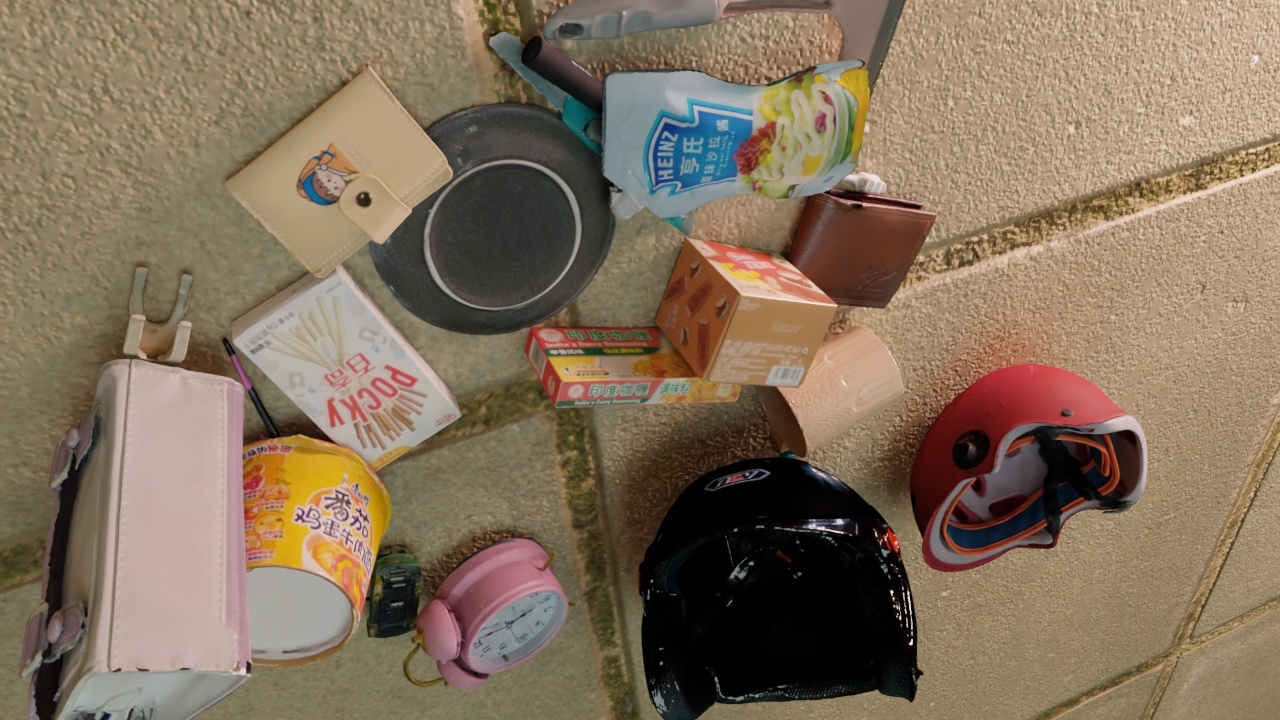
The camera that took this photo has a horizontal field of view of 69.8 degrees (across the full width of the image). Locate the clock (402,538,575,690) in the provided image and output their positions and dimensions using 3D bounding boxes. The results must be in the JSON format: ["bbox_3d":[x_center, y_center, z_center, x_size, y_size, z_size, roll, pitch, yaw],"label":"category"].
[{"bbox_3d":[-0.136,0.229,0.804,0.158,0.060,0.117,-30,140,-17],"label":"clock"}]

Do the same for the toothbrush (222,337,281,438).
[{"bbox_3d":[-0.262,0.058,0.669,0.017,0.014,0.189,-26,131,-21],"label":"toothbrush"}]

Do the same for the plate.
[{"bbox_3d":[-0.096,-0.089,0.640,0.179,0.024,0.180,-13,128,-18],"label":"plate"}]

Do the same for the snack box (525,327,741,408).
[{"bbox_3d":[-0.004,0.004,0.718,0.155,0.077,0.027,-1,123,-26],"label":"snack box"}]

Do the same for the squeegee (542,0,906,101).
[{"bbox_3d":[0.055,-0.232,0.606,0.249,0.040,0.248,-8,143,-15],"label":"squeegee"}]

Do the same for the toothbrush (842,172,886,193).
[{"bbox_3d":[0.121,-0.150,0.712,0.179,0.016,0.016,5,118,-29],"label":"toothbrush"}]

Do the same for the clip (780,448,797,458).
[{"bbox_3d":[0.160,0.079,0.897,0.056,0.014,0.043,-23,130,-13],"label":"clip"}]

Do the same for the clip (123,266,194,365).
[{"bbox_3d":[-0.303,-0.003,0.569,0.035,0.093,0.103,10,106,-32],"label":"clip"}]

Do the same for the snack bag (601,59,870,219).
[{"bbox_3d":[0.064,-0.153,0.637,0.190,0.038,0.110,-10,141,-16],"label":"snack bag"}]

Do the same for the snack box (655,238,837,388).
[{"bbox_3d":[0.080,-0.037,0.720,0.092,0.094,0.077,4,120,-29],"label":"snack box"}]

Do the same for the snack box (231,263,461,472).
[{"bbox_3d":[-0.204,0.008,0.654,0.084,0.027,0.157,-33,130,-2],"label":"snack box"}]

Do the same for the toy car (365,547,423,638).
[{"bbox_3d":[-0.210,0.199,0.779,0.043,0.036,0.091,-3,123,-27],"label":"toy car"}]

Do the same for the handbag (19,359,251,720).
[{"bbox_3d":[-0.303,0.118,0.548,0.098,0.196,0.145,13,135,-37],"label":"handbag"}]

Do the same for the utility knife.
[{"bbox_3d":[-0.024,-0.152,0.634,0.216,0.013,0.029,35,73,-40],"label":"utility knife"}]

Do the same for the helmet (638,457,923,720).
[{"bbox_3d":[0.117,0.197,0.821,0.234,0.229,0.275,-13,125,13],"label":"helmet"}]

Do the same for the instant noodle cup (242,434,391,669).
[{"bbox_3d":[-0.251,0.141,0.650,0.138,0.109,0.138,-5,127,-7],"label":"instant noodle cup"}]

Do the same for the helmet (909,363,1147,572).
[{"bbox_3d":[0.372,0.099,0.938,0.240,0.143,0.207,-36,132,19],"label":"helmet"}]

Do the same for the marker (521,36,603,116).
[{"bbox_3d":[-0.026,-0.172,0.611,0.132,0.020,0.022,24,88,-44],"label":"marker"}]

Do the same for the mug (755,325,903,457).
[{"bbox_3d":[0.169,0.035,0.835,0.103,0.084,0.125,-27,155,-9],"label":"mug"}]

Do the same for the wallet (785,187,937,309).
[{"bbox_3d":[0.178,-0.091,0.775,0.124,0.032,0.101,2,124,-27],"label":"wallet"}]

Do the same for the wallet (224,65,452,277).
[{"bbox_3d":[-0.183,-0.112,0.572,0.115,0.024,0.087,-39,119,1],"label":"wallet"}]
